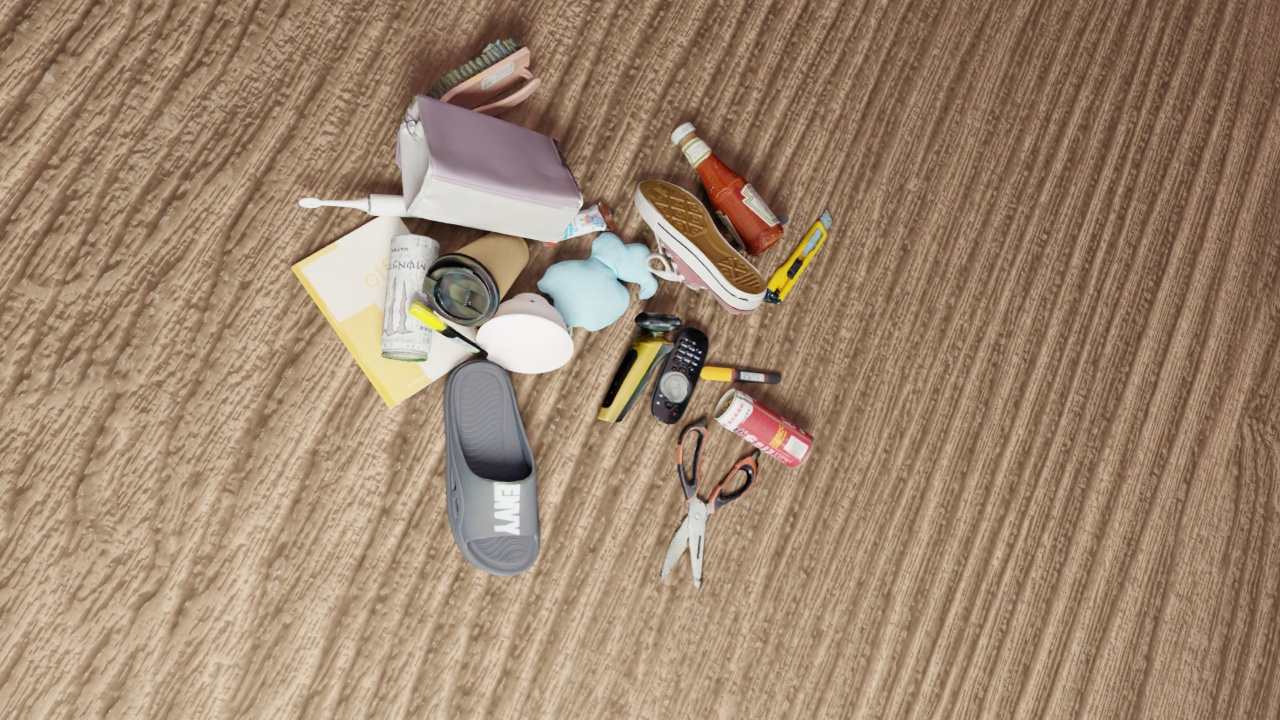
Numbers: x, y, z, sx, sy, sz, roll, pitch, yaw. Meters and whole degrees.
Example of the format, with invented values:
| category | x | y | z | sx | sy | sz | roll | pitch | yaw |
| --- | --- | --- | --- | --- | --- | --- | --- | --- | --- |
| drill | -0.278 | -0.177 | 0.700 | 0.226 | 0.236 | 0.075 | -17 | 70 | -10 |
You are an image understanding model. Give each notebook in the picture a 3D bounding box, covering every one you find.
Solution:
| category | x | y | z | sx | sy | sz | roll | pitch | yaw |
| --- | --- | --- | --- | --- | --- | --- | --- | --- | --- |
| notebook | -0.303 | -0.065 | 1.121 | 0.145 | 0.010 | 0.206 | -35 | 95 | -21 |

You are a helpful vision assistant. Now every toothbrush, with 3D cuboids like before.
| category | x | y | z | sx | sy | sz | roll | pitch | yaw |
| --- | --- | --- | --- | --- | --- | --- | --- | --- | --- |
| toothbrush | -0.300 | -0.188 | 1.118 | 0.220 | 0.026 | 0.027 | -2 | 106 | -25 |
| toothbrush | 0.136 | -0.157 | 1.284 | 0.180 | 0.018 | 0.015 | -33 | 92 | -18 |

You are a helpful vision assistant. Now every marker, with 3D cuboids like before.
| category | x | y | z | sx | sy | sz | roll | pitch | yaw |
| --- | --- | --- | --- | --- | --- | --- | --- | --- | --- |
| marker | 0.138 | 0.021 | 1.261 | 0.123 | 0.015 | 0.018 | 5 | 83 | -21 |
| marker | -0.226 | -0.034 | 1.087 | 0.124 | 0.018 | 0.015 | 38 | 50 | -42 |

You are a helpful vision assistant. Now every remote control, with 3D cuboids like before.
| category | x | y | z | sx | sy | sz | roll | pitch | yaw |
| --- | --- | --- | --- | --- | --- | --- | --- | --- | --- |
| remote control | 0.051 | 0.021 | 1.225 | 0.053 | 0.024 | 0.136 | 26 | 76 | -14 |

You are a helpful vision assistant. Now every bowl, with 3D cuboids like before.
| category | x | y | z | sx | sy | sz | roll | pitch | yaw |
| --- | --- | --- | --- | --- | --- | --- | --- | --- | --- |
| bowl | -0.139 | -0.043 | 1.134 | 0.118 | 0.119 | 0.064 | 16 | 52 | -17 |

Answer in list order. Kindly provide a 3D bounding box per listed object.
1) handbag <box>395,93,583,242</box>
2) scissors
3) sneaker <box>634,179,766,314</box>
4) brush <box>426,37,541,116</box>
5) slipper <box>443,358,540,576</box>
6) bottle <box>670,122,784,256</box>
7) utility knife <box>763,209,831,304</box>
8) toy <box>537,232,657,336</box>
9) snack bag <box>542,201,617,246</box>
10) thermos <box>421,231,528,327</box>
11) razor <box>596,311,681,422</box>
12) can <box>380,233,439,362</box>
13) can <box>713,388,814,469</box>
| category | x | y | z | sx | sy | sz | roll | pitch | yaw |
| --- | --- | --- | --- | --- | --- | --- | --- | --- | --- |
| handbag | -0.186 | -0.229 | 1.112 | 0.196 | 0.099 | 0.144 | 8 | 54 | -33 |
| scissors | 0.084 | 0.184 | 1.220 | 0.224 | 0.015 | 0.189 | -31 | 94 | -21 |
| sneaker | 0.065 | -0.139 | 1.208 | 0.118 | 0.088 | 0.241 | -21 | 61 | -40 |
| brush | -0.200 | -0.344 | 1.165 | 0.145 | 0.063 | 0.073 | -37 | 85 | -19 |
| slipper | -0.180 | 0.128 | 1.100 | 0.110 | 0.083 | 0.268 | -8 | 87 | -18 |
| bottle | 0.115 | -0.237 | 1.259 | 0.059 | 0.060 | 0.206 | -36 | 86 | -20 |
| utility knife | 0.228 | -0.148 | 1.313 | 0.033 | 0.015 | 0.177 | 40 | 72 | -13 |
| toy | -0.054 | -0.098 | 1.192 | 0.161 | 0.050 | 0.156 | 19 | 68 | -21 |
| snack bag | -0.085 | -0.178 | 1.202 | 0.105 | 0.026 | 0.045 | -18 | 71 | -20 |
| thermos | -0.191 | -0.105 | 1.099 | 0.093 | 0.093 | 0.142 | 44 | 35 | -9 |
| razor | -0.007 | 0.007 | 1.193 | 0.067 | 0.062 | 0.167 | 36 | 78 | -34 |
| can | -0.274 | -0.074 | 1.094 | 0.058 | 0.058 | 0.146 | 6 | 80 | -18 |
| can | 0.167 | 0.092 | 1.240 | 0.132 | 0.053 | 0.053 | 32 | 74 | -13 |
